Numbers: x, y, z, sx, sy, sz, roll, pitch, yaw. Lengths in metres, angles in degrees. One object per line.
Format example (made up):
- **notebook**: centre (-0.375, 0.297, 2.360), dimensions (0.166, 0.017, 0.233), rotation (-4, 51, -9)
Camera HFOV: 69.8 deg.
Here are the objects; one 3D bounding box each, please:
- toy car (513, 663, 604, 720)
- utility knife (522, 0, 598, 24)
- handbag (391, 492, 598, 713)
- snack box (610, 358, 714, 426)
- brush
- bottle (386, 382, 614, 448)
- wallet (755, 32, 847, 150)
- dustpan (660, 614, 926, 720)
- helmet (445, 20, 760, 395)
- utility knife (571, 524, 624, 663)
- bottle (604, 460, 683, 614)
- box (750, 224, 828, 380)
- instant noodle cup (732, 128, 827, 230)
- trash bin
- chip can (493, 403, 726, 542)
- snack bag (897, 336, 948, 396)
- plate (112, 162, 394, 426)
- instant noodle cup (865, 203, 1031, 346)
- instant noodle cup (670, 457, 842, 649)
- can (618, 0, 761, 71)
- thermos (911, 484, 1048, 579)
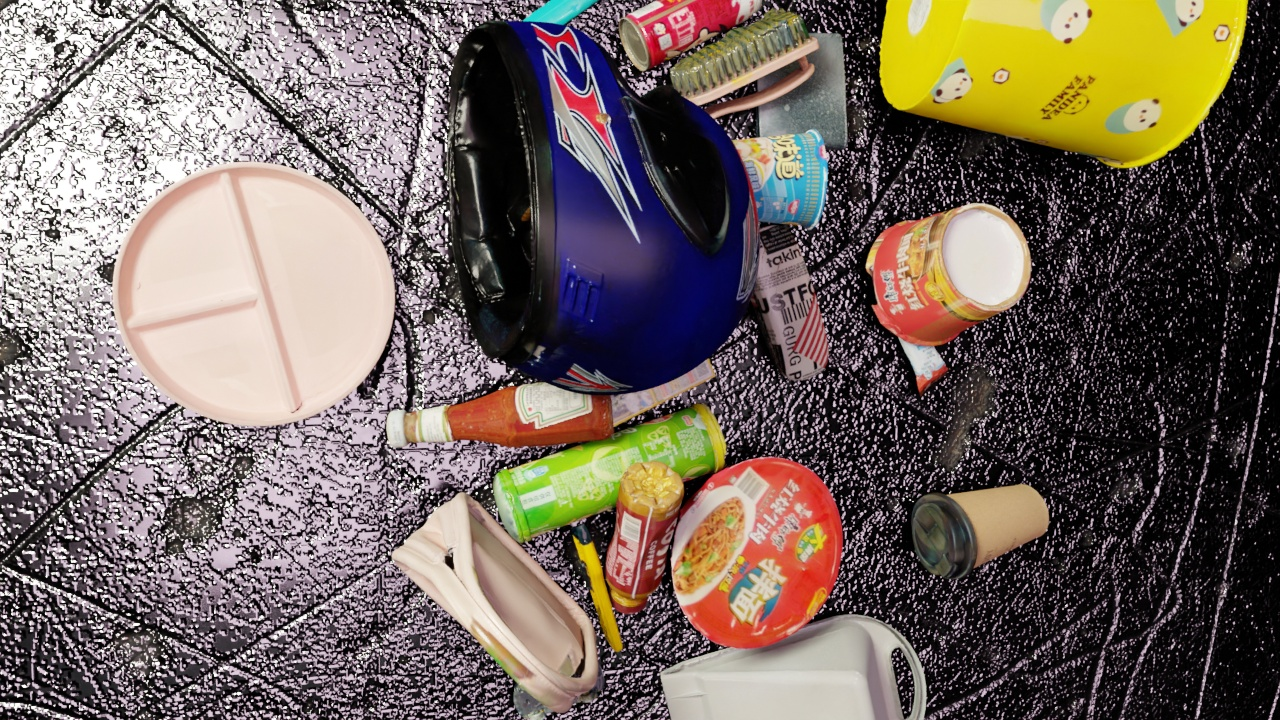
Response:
- **toy car**: centre (-0.081, 0.321, 0.905), dimensions (0.090, 0.034, 0.043), rotation (-19, 101, -11)
- **utility knife**: centre (-0.033, -0.362, 0.877), dimensions (0.218, 0.013, 0.029), rotation (-37, 101, -7)
- **handbag**: centre (-0.113, 0.220, 0.783), dimensions (0.093, 0.234, 0.193), rotation (-45, 104, -10)
- **snack box**: centre (-0.005, 0.005, 0.903), dimensions (0.140, 0.034, 0.087), rotation (-26, 101, -14)
- **brush**: centre (0.097, -0.279, 0.891), dimensions (0.145, 0.063, 0.073), rotation (-28, 124, -1)
- **bottle**: centre (-0.128, 0.054, 0.846), dimensions (0.206, 0.059, 0.060), rotation (-6, 96, -1)
- **wallet**: centre (0.163, -0.275, 0.937), dimensions (0.097, 0.019, 0.121), rotation (-4, 94, -14)
- **dustpan**: centre (0.181, 0.390, 0.996), dimensions (0.258, 0.142, 0.223), rotation (-11, 98, 15)
- **helmet**: centre (-0.024, -0.128, 0.789), dimensions (0.240, 0.248, 0.315), rotation (-2, 74, -31)
- **utility knife**: centre (-0.041, 0.229, 0.894), dimensions (0.015, 0.033, 0.172), rotation (-23, 115, -19)
- **bottle**: centre (-0.001, 0.172, 0.863), dimensions (0.057, 0.057, 0.175), rotation (-3, 132, -16)
- **box**: centre (0.149, -0.058, 0.934), dimensions (0.068, 0.051, 0.164), rotation (-29, 101, -32)
- **instant noodle cup**: centre (0.115, -0.177, 0.896), dimensions (0.110, 0.099, 0.099), rotation (-1, 94, -7)
- **trash bin**: centre (0.392, -0.320, 0.899), dimensions (0.255, 0.230, 0.229), rotation (5, 93, -10)
- **chip can**: centre (-0.030, 0.108, 0.883), dimensions (0.221, 0.072, 0.072), rotation (-18, 99, -14)
- **snack bag**: centre (0.298, -0.017, 0.988), dimensions (0.048, 0.026, 0.104), rotation (-35, 101, -20)
- **plate**: centre (-0.335, -0.057, 0.809), dimensions (0.229, 0.028, 0.229), rotation (-1, 93, -15)
- **instant noodle cup**: centre (0.318, -0.091, 0.932), dimensions (0.137, 0.109, 0.137), rotation (4, 79, -19)
- **instant noodle cup**: centre (0.107, 0.185, 0.923), dimensions (0.193, 0.066, 0.194), rotation (-3, 98, -23)
- **can**: centre (0.049, -0.331, 0.882), dimensions (0.132, 0.053, 0.053), rotation (-30, 101, -12)
- **thermos**: centre (0.366, 0.180, 0.994), dimensions (0.143, 0.093, 0.093), rotation (-9, 96, -22)
